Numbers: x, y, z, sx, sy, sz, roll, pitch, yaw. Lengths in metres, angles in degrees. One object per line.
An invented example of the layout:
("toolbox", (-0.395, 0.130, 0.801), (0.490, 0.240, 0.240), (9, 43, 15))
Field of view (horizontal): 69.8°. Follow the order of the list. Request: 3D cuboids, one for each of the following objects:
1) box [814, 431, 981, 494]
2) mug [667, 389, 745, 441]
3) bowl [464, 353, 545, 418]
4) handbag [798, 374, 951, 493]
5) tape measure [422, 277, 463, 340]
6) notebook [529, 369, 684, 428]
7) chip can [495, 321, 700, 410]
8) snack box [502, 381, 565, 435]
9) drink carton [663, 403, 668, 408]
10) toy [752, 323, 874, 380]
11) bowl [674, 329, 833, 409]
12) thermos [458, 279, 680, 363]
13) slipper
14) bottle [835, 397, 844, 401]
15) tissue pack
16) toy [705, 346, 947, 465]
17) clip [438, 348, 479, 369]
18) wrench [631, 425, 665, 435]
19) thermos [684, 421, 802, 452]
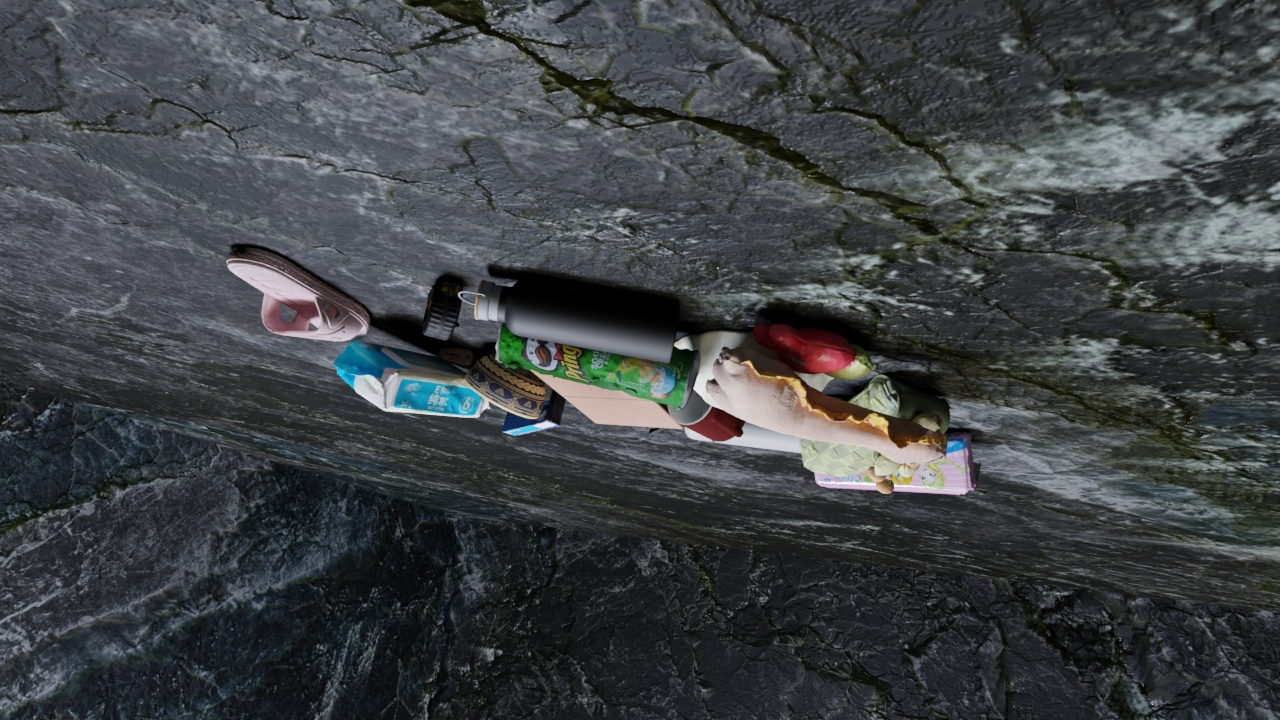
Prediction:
("box", (0.370, 0.137, 1.324), (0.231, 0.085, 0.096), (-3, -169, 36))
("mug", (0.098, 0.069, 1.197), (0.082, 0.073, 0.106), (29, -172, -48))
("bowl", (-0.175, 0.025, 1.245), (0.112, 0.061, 0.112), (29, -174, -3))
("handbag", (0.285, 0.101, 1.108), (0.113, 0.116, 0.187), (17, 137, -34))
("tape measure", (-0.218, -0.055, 1.023), (0.038, 0.062, 0.067), (16, 162, -20))
("notebook", (-0.045, 0.046, 1.223), (0.142, 0.008, 0.209), (2, 156, 28))
("chip can", (-0.046, -0.004, 1.028), (0.223, 0.075, 0.075), (15, 164, 7))
("snack box", (-0.154, 0.064, 1.347), (0.027, 0.082, 0.151), (21, 161, -28))
("drink carton", (-0.007, 0.049, 1.283), (0.135, 0.042, 0.058), (2, 157, 26))
("toy", (0.180, -0.010, 0.962), (0.135, 0.045, 0.092), (19, 166, -20))
("bowl", (0.131, 0.024, 1.082), (0.219, 0.060, 0.188), (4, 163, 17))
("thermos", (-0.077, -0.047, 0.966), (0.231, 0.061, 0.061), (10, 164, 0))
("slipper", (-0.414, -0.061, 1.122), (0.094, 0.064, 0.239), (5, 161, 17))
("bottle", (0.211, 0.071, 1.224), (0.130, 0.040, 0.040), (-4, 158, 41))
("tissue pack", (-0.304, 0.030, 1.261), (0.117, 0.066, 0.209), (28, -172, 35))
("toy", (0.195, 0.053, 0.951), (0.264, 0.065, 0.196), (17, 167, 7))
("clip", (-0.257, -0.006, 1.281), (0.061, 0.024, 0.043), (11, 164, 11))
("wrench", (0.096, 0.070, 1.283), (0.274, 0.072, 0.018), (-11, 116, 39))
("thermos", (0.176, 0.100, 1.321), (0.224, 0.052, 0.052), (6, 163, 15))
